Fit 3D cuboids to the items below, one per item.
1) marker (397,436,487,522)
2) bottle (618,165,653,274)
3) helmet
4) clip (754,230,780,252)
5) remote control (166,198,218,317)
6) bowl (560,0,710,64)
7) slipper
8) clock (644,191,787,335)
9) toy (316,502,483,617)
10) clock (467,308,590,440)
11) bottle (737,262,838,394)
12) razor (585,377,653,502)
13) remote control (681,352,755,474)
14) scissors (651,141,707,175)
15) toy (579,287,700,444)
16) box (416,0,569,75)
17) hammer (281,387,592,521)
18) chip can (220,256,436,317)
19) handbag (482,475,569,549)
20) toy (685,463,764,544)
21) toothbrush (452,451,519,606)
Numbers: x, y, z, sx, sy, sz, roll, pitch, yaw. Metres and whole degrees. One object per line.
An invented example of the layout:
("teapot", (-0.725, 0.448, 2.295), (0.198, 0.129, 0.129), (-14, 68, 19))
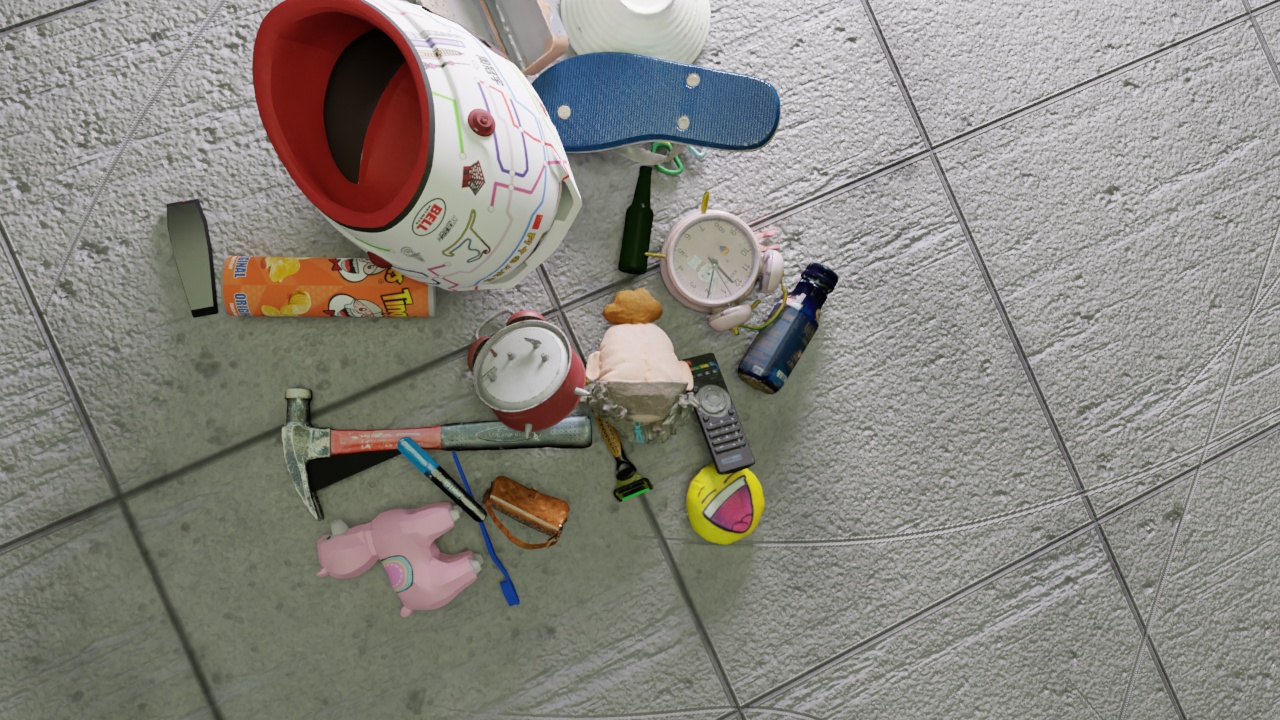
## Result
("marker", (-0.208, 0.125, 0.964), (0.123, 0.015, 0.018), (44, 83, -1))
("bottle", (-0.002, -0.161, 1.046), (0.033, 0.033, 0.123), (8, 84, -9))
("helmet", (-0.208, -0.214, 0.917), (0.231, 0.235, 0.314), (-47, 73, 22))
("clip", (0.134, -0.142, 1.072), (0.059, 0.023, 0.039), (-15, 93, -8))
("remote control", (-0.476, -0.109, 0.977), (0.039, 0.010, 0.124), (-12, 89, -10))
("bowl", (-0.001, -0.411, 1.040), (0.177, 0.071, 0.177), (1, 84, -7))
("slipper", (0.010, -0.280, 1.030), (0.295, 0.060, 0.118), (7, 90, 11))
("clock", (0.094, -0.100, 1.033), (0.158, 0.059, 0.117), (43, 93, -2))
("toy", (-0.254, 0.208, 0.965), (0.157, 0.067, 0.123), (-21, 91, -6))
("clock", (-0.129, 0.000, 0.975), (0.110, 0.062, 0.156), (-36, 56, -4))
("bottle", (0.172, -0.038, 1.053), (0.056, 0.056, 0.160), (33, 81, -6))
("razor", (-0.033, 0.085, 1.030), (0.044, 0.021, 0.144), (-23, 90, 12))
("remote control", (0.084, 0.059, 1.036), (0.045, 0.021, 0.140), (-13, 70, -16))
("scissors", (0.031, -0.282, 1.068), (0.078, 0.013, 0.132), (-26, 89, -5))
("toy", (-0.006, 0.006, 1.010), (0.132, 0.076, 0.175), (5, 74, -19))
("box", (-0.182, -0.414, 1.007), (0.121, 0.094, 0.217), (-24, 90, 31))
("hammer", (-0.215, 0.093, 0.993), (0.326, 0.036, 0.140), (-2, 85, -9))
("chip can", (-0.325, -0.078, 0.973), (0.210, 0.062, 0.062), (0, 86, -9))
("handbag", (-0.117, 0.156, 0.924), (0.093, 0.196, 0.043), (27, 88, -4))
("toy", (0.095, 0.160, 1.036), (0.095, 0.041, 0.094), (-38, 96, -17))
("toothbrush", (-0.169, 0.183, 0.987), (0.011, 0.016, 0.187), (-21, 103, -3))
